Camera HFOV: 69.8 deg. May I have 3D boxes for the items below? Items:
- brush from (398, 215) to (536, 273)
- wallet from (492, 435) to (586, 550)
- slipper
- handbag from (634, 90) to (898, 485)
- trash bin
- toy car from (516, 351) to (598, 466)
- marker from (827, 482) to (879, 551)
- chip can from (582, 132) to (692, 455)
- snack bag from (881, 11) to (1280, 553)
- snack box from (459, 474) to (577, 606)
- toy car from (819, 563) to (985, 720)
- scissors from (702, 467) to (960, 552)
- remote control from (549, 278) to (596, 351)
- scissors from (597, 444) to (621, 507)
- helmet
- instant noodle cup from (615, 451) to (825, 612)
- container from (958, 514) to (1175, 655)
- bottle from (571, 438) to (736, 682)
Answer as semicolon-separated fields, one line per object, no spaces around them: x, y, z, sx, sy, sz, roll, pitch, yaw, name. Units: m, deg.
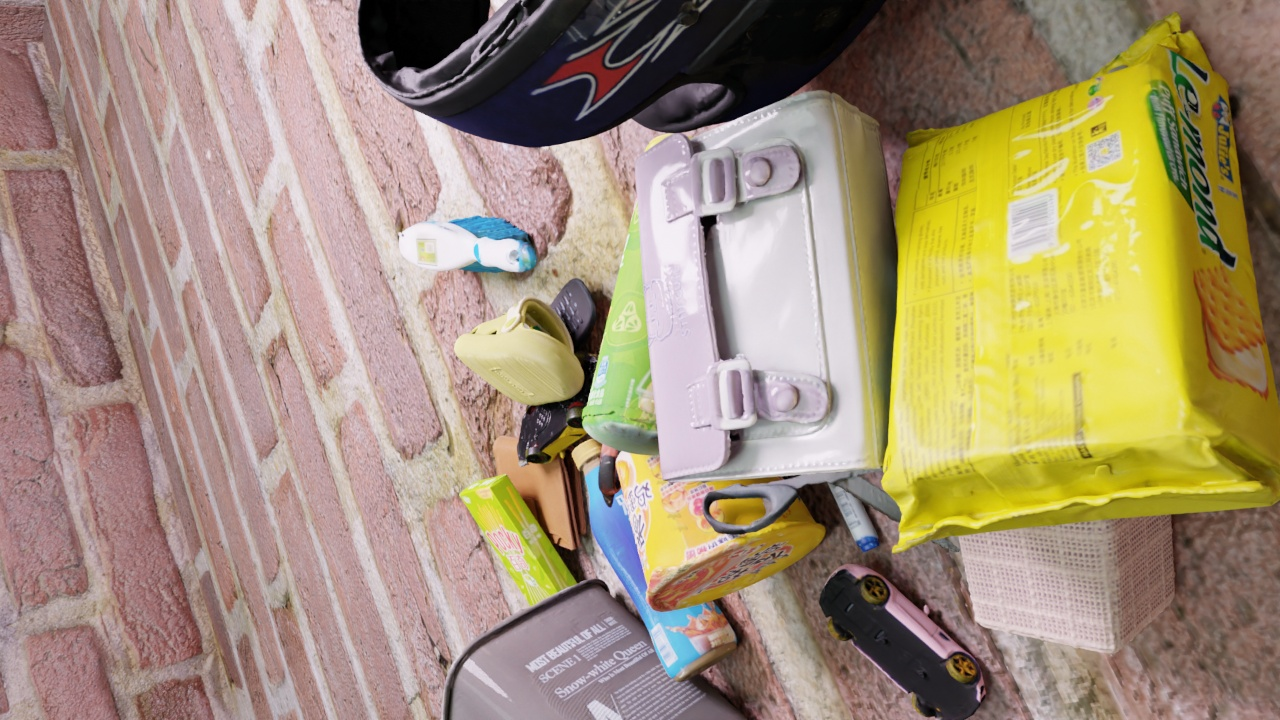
-0.147;-0.105;0.866;0.315;0.109;0.060;11;106;49;brush
-0.105;0.134;0.944;0.132;0.031;0.108;1;99;52;wallet
-0.096;-0.010;0.823;0.091;0.081;0.191;44;161;-21;slipper
0.068;-0.032;0.517;0.145;0.098;0.197;-12;79;39;handbag
-0.030;0.339;0.789;0.220;0.198;0.199;24;119;38;trash bin
-0.072;0.049;0.861;0.156;0.041;0.071;-41;41;44;toy car
0.130;0.065;0.647;0.017;0.016;0.145;-40;69;48;marker
0.015;-0.045;0.637;0.073;0.072;0.221;-9;63;51;chip can
0.190;-0.036;0.428;0.158;0.068;0.246;-18;54;44;snack bag
-0.121;0.191;0.938;0.086;0.026;0.156;-21;102;55;snack box
0.175;0.186;0.613;0.122;0.037;0.056;42;133;20;toy car
0.120;0.067;0.584;0.014;0.181;0.159;55;-167;-62;scissors
-0.072;-0.027;0.863;0.053;0.024;0.137;61;139;18;remote control
-0.002;0.009;0.739;0.015;0.189;0.222;10;140;15;scissors
0.020;-0.245;0.507;0.316;0.240;0.247;-48;56;25;helmet
0.050;0.104;0.671;0.138;0.137;0.109;-51;53;45;instant noodle cup
0.223;0.083;0.485;0.090;0.090;0.111;-3;101;51;container
0.003;0.164;0.792;0.218;0.065;0.065;58;138;23;bottle
